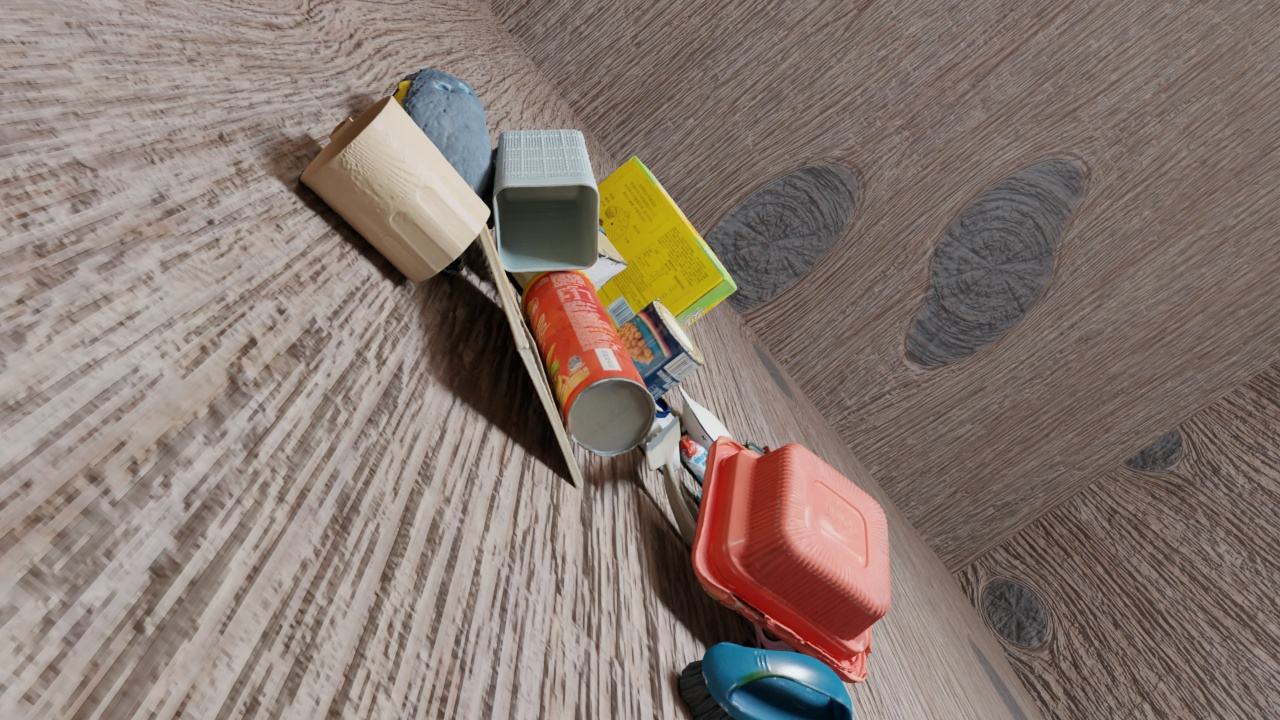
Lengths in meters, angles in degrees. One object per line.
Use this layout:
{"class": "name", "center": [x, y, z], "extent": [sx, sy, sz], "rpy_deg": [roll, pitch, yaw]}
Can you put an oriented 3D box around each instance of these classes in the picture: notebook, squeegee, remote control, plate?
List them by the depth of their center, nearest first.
{"class": "notebook", "center": [-0.090, -0.022, 0.705], "extent": [0.211, 0.012, 0.150], "rpy_deg": [-117, -172, -46]}
{"class": "squeegee", "center": [0.070, 0.173, 0.816], "extent": [0.246, 0.039, 0.246], "rpy_deg": [58, 7, 2]}
{"class": "remote control", "center": [0.016, 0.072, 0.962], "extent": [0.056, 0.019, 0.135], "rpy_deg": [49, 12, -14]}
{"class": "plate", "center": [0.097, 0.113, 1.101], "extent": [0.163, 0.034, 0.164], "rpy_deg": [54, 8, 30]}

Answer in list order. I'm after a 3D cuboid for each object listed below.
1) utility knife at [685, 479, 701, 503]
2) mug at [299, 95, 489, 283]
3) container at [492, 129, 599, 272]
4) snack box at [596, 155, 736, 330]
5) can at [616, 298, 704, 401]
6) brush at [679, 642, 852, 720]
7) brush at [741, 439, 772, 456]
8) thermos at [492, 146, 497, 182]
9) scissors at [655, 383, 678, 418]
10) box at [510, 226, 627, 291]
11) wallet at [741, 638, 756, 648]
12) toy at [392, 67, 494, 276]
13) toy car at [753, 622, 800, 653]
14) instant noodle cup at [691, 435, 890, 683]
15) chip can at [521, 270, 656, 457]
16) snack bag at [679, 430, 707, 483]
{"class": "utility knife", "center": [0.100, 0.185, 0.954], "extent": [0.166, 0.018, 0.034], "rpy_deg": [50, 4, -4]}
{"class": "mug", "center": [-0.176, -0.124, 0.661], "extent": [0.103, 0.084, 0.124], "rpy_deg": [48, -3, -28]}
{"class": "container", "center": [-0.088, -0.149, 0.830], "extent": [0.111, 0.090, 0.090], "rpy_deg": [-101, -169, -47]}
{"class": "snack box", "center": [-0.002, -0.127, 1.157], "extent": [0.210, 0.158, 0.070], "rpy_deg": [56, 10, 19]}
{"class": "can", "center": [-0.005, 0.005, 0.847], "extent": [0.075, 0.111, 0.075], "rpy_deg": [49, 12, -14]}
{"class": "brush", "center": [0.095, 0.227, 0.618], "extent": [0.143, 0.074, 0.055], "rpy_deg": [33, 30, -31]}
{"class": "brush", "center": [0.120, 0.143, 0.867], "extent": [0.069, 0.063, 0.145], "rpy_deg": [40, 16, -26]}
{"class": "thermos", "center": [-0.117, -0.175, 1.046], "extent": [0.093, 0.093, 0.143], "rpy_deg": [60, 6, 34]}
{"class": "scissors", "center": [0.014, 0.032, 0.993], "extent": [0.169, 0.012, 0.147], "rpy_deg": [17, 19, -44]}
{"class": "box", "center": [-0.075, -0.104, 0.976], "extent": [0.059, 0.090, 0.184], "rpy_deg": [53, 8, 6]}
{"class": "wallet", "center": [0.110, 0.274, 0.708], "extent": [0.122, 0.020, 0.096], "rpy_deg": [54, 6, 16]}
{"class": "toy", "center": [-0.184, -0.196, 0.856], "extent": [0.355, 0.091, 0.138], "rpy_deg": [-109, -174, -56]}
{"class": "toy car", "center": [0.126, 0.248, 0.731], "extent": [0.056, 0.037, 0.122], "rpy_deg": [26, 30, -58]}
{"class": "instant noodle cup", "center": [0.134, 0.148, 0.736], "extent": [0.189, 0.079, 0.164], "rpy_deg": [37, 36, -18]}
{"class": "chip can", "center": [-0.048, -0.008, 0.769], "extent": [0.073, 0.073, 0.216], "rpy_deg": [45, 8, -32]}
{"class": "snack bag", "center": [0.073, 0.123, 1.016], "extent": [0.105, 0.026, 0.045], "rpy_deg": [53, -3, -9]}
